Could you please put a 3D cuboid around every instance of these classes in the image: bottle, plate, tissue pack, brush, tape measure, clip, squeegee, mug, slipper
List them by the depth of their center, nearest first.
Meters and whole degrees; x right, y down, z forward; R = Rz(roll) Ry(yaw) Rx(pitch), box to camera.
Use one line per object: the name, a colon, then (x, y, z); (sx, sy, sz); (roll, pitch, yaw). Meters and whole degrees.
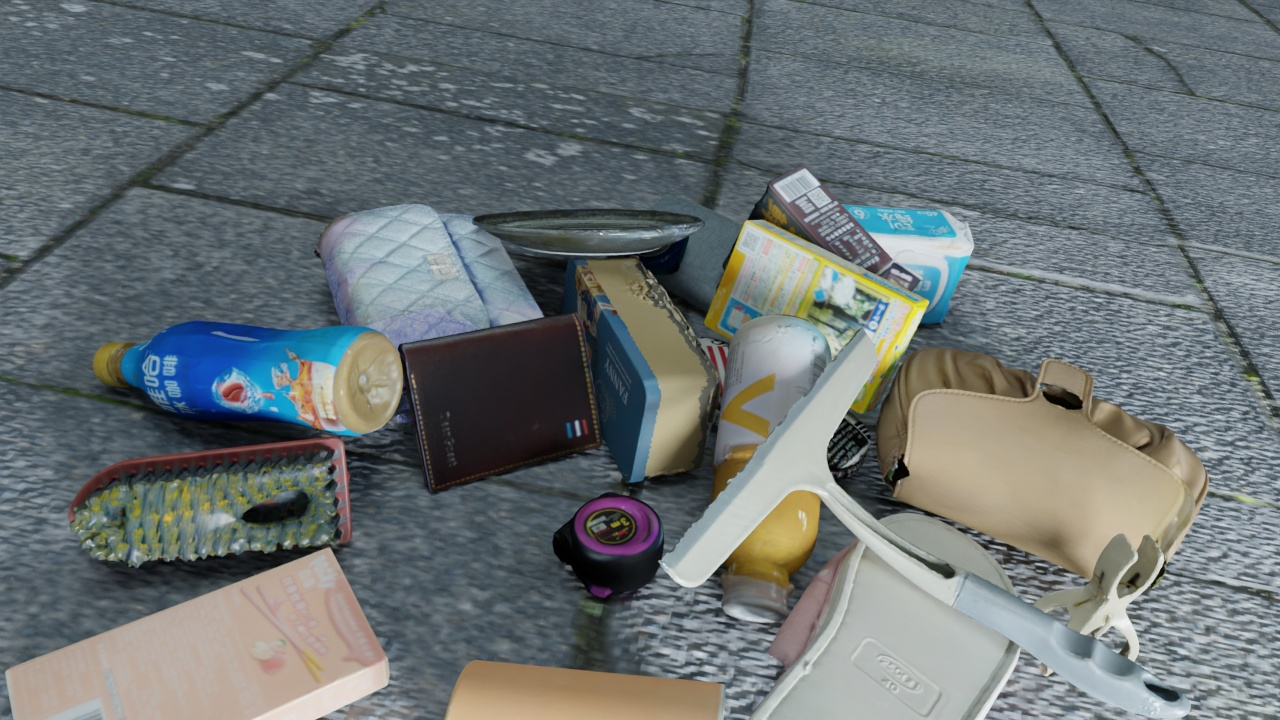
mug: (-0.026, 0.178, 0.425); (0.123, 0.078, 0.078); (9, 38, 7)
slipper: (0.126, 0.166, 0.481); (0.114, 0.055, 0.273); (30, 33, 19)
squeegee: (0.169, 0.115, 0.494); (0.246, 0.039, 0.245); (34, 44, 15)
clip: (0.246, 0.141, 0.515); (0.092, 0.103, 0.034); (-14, 40, 8)
brush: (-0.242, 0.080, 0.522); (0.145, 0.063, 0.069); (-5, 9, -14)
tape measure: (-0.015, 0.109, 0.541); (0.058, 0.039, 0.056); (25, 41, 27)
bottle: (0.079, 0.063, 0.563); (0.068, 0.068, 0.189); (10, 61, 1)
bottle: (-0.255, 0.007, 0.577); (0.219, 0.065, 0.065); (4, 35, 23)
plate: (-0.040, -0.100, 0.713); (0.179, 0.024, 0.179); (0, 13, 0)
tape measure: (0.013, -0.095, 0.774); (0.055, 0.025, 0.058); (2, 51, 21)
tissue pack: (0.206, -0.078, 0.781); (0.140, 0.090, 0.063); (2, 38, -10)

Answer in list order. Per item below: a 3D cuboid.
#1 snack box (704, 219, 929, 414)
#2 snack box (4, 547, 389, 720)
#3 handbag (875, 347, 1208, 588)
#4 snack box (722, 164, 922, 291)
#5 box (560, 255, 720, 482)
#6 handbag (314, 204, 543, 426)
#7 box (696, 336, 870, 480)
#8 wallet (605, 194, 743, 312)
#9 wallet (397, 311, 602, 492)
snack box: (0.121, -0.033, 0.652); (0.140, 0.087, 0.033); (32, 25, 28)
snack box: (-0.214, 0.156, 0.452); (0.157, 0.026, 0.084); (-18, 45, -30)
handbag: (0.259, 0.062, 0.603); (0.204, 0.100, 0.147); (22, 34, 16)
snack box: (0.135, -0.069, 0.715); (0.053, 0.113, 0.125); (-30, 73, -27)
box: (-0.004, 0.004, 0.635); (0.059, 0.090, 0.184); (-5, 35, -20)
handbag: (-0.155, -0.043, 0.677); (0.134, 0.076, 0.194); (-11, 41, -24)
box: (0.087, 0.027, 0.653); (0.164, 0.058, 0.070); (30, 57, 23)
wallet: (0.049, -0.095, 0.816); (0.130, 0.037, 0.106); (31, 54, 27)
wallet: (-0.089, 0.025, 0.598); (0.122, 0.096, 0.020); (-13, 8, -25)
